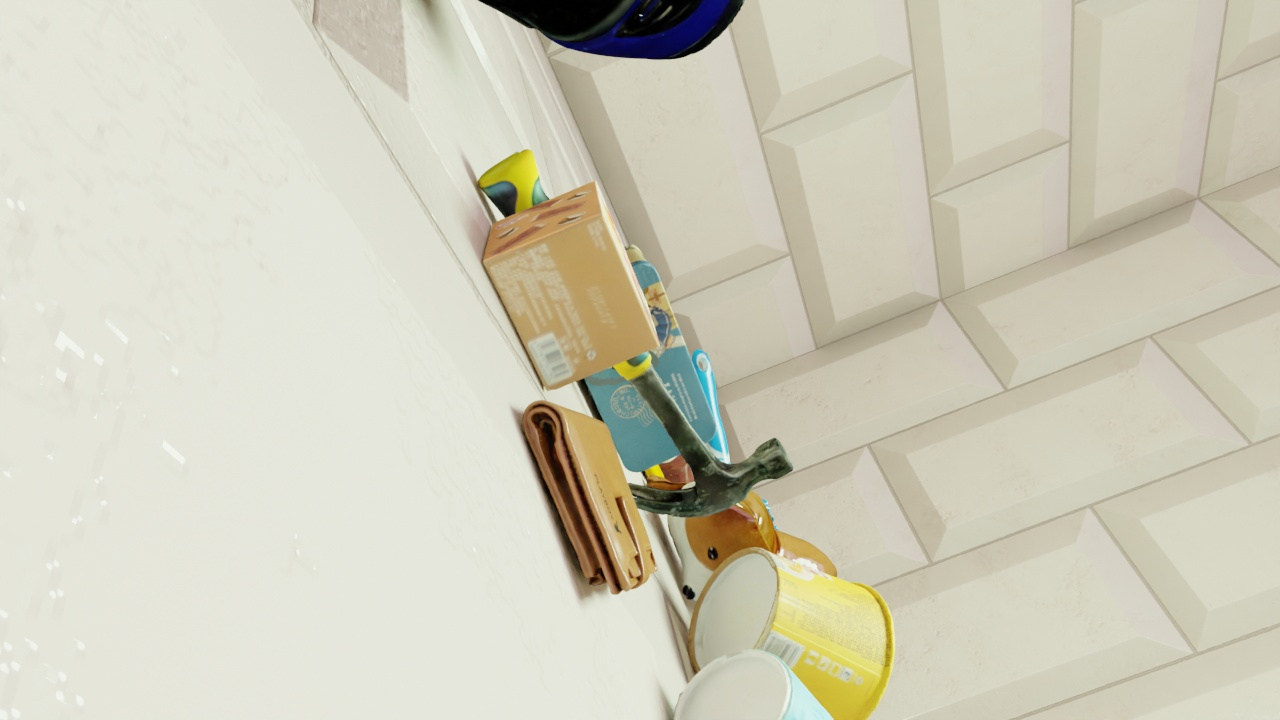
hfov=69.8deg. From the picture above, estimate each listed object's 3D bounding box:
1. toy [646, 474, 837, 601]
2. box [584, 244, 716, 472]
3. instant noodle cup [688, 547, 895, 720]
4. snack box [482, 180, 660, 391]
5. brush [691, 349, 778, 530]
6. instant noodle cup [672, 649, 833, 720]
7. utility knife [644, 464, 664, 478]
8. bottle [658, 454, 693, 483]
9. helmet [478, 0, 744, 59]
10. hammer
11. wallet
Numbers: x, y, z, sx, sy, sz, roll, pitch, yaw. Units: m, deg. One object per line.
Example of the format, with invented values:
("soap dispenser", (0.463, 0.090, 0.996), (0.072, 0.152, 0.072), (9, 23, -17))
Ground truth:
("toy", (0.092, 0.185, 0.863), (0.199, 0.130, 0.140), (52, -28, -21))
("box", (-0.004, 0.004, 0.743), (0.061, 0.090, 0.184), (-118, -177, -67))
("instant noodle cup", (0.112, 0.219, 0.725), (0.109, 0.138, 0.138), (31, 19, -20))
("snack box", (-0.043, -0.050, 0.586), (0.094, 0.077, 0.093), (-103, 170, -67))
("brush", (0.101, 0.145, 0.995), (0.109, 0.060, 0.314), (-172, -106, -67))
("instant noodle cup", (0.079, 0.243, 0.552), (0.120, 0.111, 0.111), (57, 8, -23))
("utility knife", (0.004, 0.097, 0.891), (0.164, 0.015, 0.033), (64, 11, -53))
("bottle", (0.036, 0.103, 0.994), (0.059, 0.060, 0.206), (-106, 179, -56))
("helmet", (-0.076, -0.372, 0.676), (0.240, 0.248, 0.315), (2, 49, -38))
("hammer", (-0.015, -0.007, 0.680), (0.323, 0.126, 0.031), (55, 11, -23))
("wallet", (-0.024, 0.078, 0.518), (0.132, 0.031, 0.107), (43, 24, -78))
